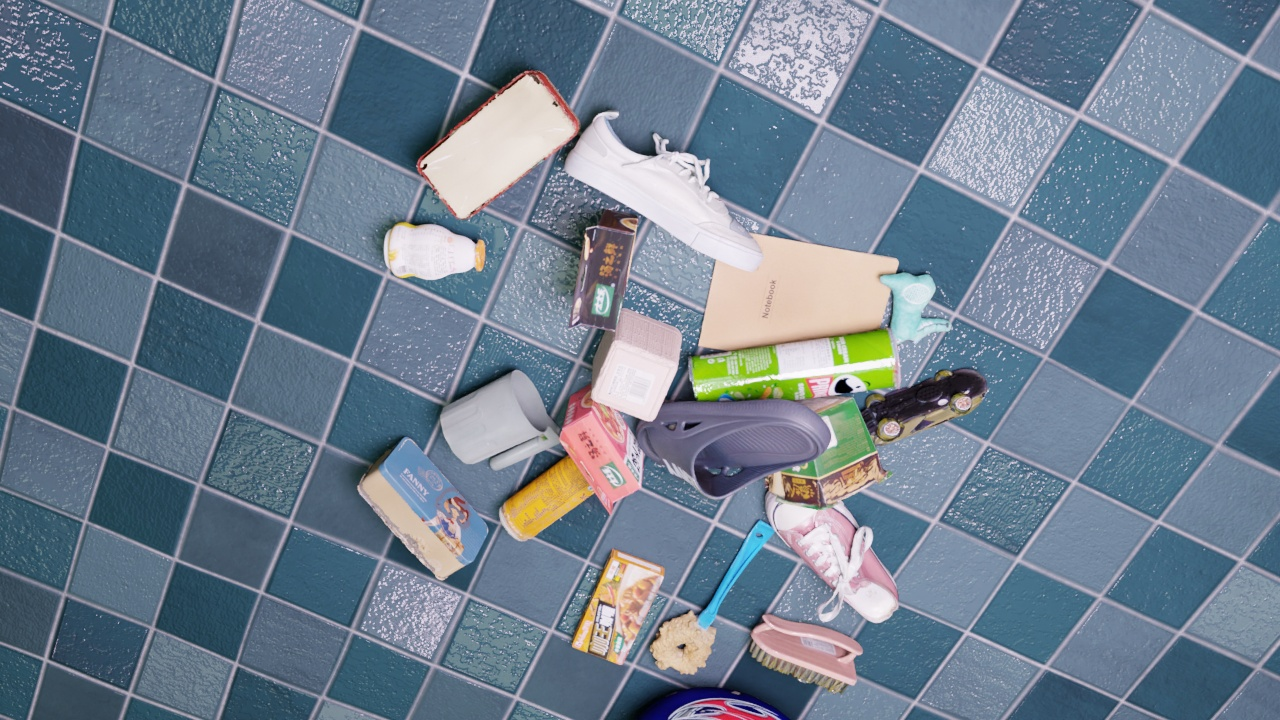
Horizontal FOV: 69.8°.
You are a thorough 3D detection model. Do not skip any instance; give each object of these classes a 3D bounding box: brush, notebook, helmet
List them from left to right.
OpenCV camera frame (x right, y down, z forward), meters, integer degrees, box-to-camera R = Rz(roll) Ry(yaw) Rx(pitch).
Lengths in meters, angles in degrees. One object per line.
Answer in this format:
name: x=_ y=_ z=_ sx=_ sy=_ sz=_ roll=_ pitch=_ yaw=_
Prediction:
brush: x=0.099 y=0.314 z=1.210 sx=0.083 sy=0.045 sz=0.255 roll=30 pitch=105 yaw=-4
helmet: x=0.120 y=0.557 z=1.187 sx=0.315 sy=0.248 sz=0.240 roll=18 pitch=76 yaw=-2
notebook: x=0.183 y=-0.067 z=1.079 sx=0.207 sy=0.008 sz=0.148 roll=10 pitch=110 yaw=-2
brush: x=0.216 y=0.381 z=1.214 sx=0.145 sy=0.063 sz=0.073 roll=21 pitch=113 yaw=-4

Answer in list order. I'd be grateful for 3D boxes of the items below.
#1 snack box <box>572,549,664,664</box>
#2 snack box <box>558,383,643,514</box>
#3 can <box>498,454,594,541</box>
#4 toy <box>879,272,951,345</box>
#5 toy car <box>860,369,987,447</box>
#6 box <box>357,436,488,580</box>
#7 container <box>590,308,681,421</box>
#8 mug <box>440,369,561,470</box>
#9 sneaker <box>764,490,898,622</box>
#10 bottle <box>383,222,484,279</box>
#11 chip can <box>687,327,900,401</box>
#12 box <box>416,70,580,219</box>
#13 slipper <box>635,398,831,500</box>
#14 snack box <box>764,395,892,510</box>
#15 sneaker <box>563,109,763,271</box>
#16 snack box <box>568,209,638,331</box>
snack box: x=-0.031 y=0.329 z=1.223 sx=0.075 sy=0.026 sz=0.154 roll=21 pitch=110 yaw=-5
snack box: x=-0.043 y=0.100 z=1.086 sx=0.044 sy=0.127 sz=0.113 roll=-29 pitch=107 yaw=12
can: x=-0.106 y=0.165 z=1.149 sx=0.146 sy=0.058 sz=0.058 roll=-37 pitch=105 yaw=14
toy: x=0.318 y=-0.058 z=1.067 sx=0.096 sy=0.030 sz=0.092 roll=1 pitch=115 yaw=-6
toy car: x=0.332 y=0.055 z=1.084 sx=0.158 sy=0.070 sz=0.042 roll=-22 pitch=116 yaw=11
box: x=-0.274 y=0.180 z=1.146 sx=0.059 sy=0.089 sz=0.184 roll=-31 pitch=107 yaw=19
container: x=-0.006 y=0.006 z=1.058 sx=0.090 sy=0.110 sz=0.090 roll=22 pitch=109 yaw=-5
mug: x=-0.167 y=0.082 z=1.117 sx=0.103 sy=0.083 sz=0.124 roll=-25 pitch=132 yaw=12
sneaker: x=0.247 y=0.249 z=1.150 sx=0.118 sy=0.087 sz=0.241 roll=-37 pitch=106 yaw=14
bottle: x=-0.234 y=-0.123 z=1.045 sx=0.108 sy=0.063 sz=0.063 roll=4 pitch=110 yaw=1
chip can: x=0.176 y=0.012 z=1.066 sx=0.236 sy=0.072 sz=0.072 roll=-8 pitch=110 yaw=6
box: x=-0.152 y=-0.231 z=0.994 sx=0.168 sy=0.080 sz=0.091 roll=-35 pitch=104 yaw=14
slipper: x=0.087 y=0.103 z=1.037 sx=0.269 sy=0.083 sz=0.110 roll=-11 pitch=133 yaw=45
snack box: x=0.207 y=0.101 z=1.073 sx=0.118 sy=0.118 sz=0.105 roll=-20 pitch=101 yaw=-31
sneaker: x=0.040 y=-0.188 z=1.004 sx=0.242 sy=0.089 sz=0.091 roll=31 pitch=104 yaw=-2
snack box: x=-0.039 y=-0.099 z=1.013 sx=0.053 sy=0.125 sz=0.113 roll=11 pitch=110 yaw=-2
